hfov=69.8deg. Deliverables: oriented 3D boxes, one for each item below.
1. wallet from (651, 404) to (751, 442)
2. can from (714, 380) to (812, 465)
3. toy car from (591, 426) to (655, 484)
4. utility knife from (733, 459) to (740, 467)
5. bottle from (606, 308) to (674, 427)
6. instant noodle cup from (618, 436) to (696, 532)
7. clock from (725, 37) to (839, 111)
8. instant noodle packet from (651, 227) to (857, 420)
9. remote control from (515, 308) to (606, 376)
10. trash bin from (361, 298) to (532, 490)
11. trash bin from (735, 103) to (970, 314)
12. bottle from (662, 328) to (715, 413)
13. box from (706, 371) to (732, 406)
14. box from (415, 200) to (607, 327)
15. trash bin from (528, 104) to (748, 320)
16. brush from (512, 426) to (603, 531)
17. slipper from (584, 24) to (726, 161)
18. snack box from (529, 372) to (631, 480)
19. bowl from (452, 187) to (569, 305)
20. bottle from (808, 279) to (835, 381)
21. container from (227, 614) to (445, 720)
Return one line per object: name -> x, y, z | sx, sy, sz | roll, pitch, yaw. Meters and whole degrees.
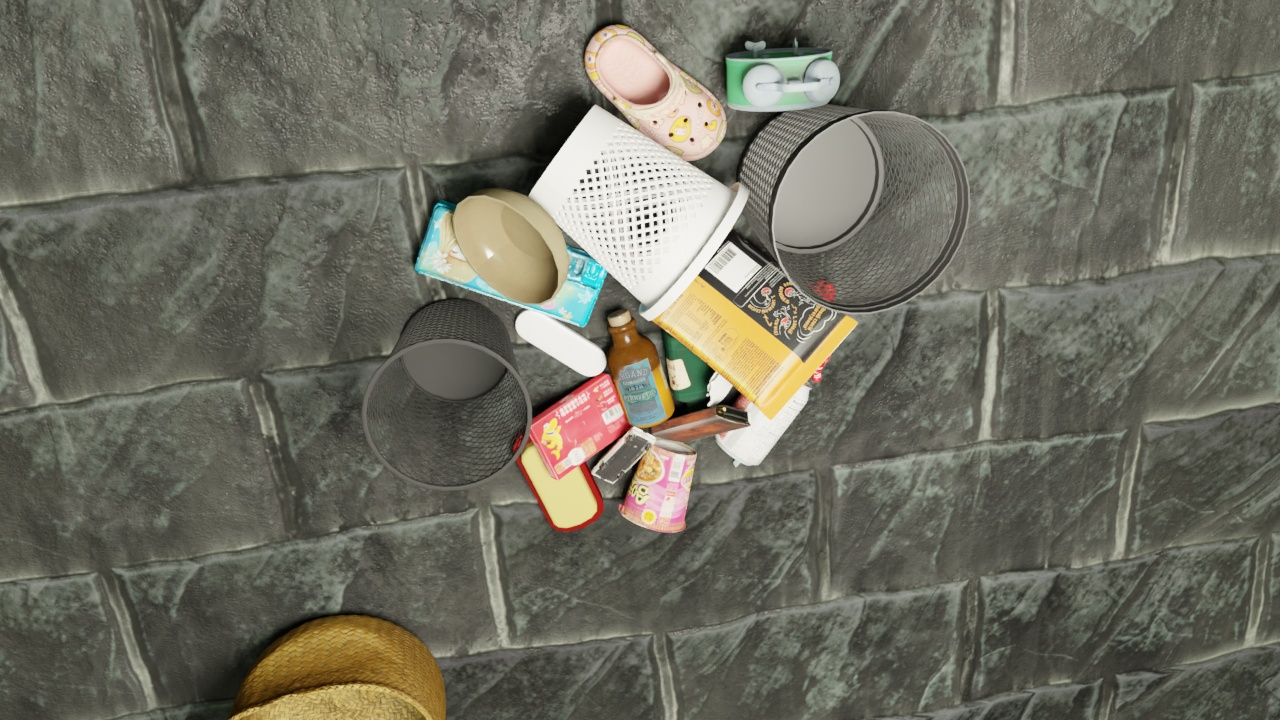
wallet -> 0.080, 0.086, 1.223 | 0.072, 0.019, 0.123 | 18, 153, -41
can -> 0.167, 0.071, 1.255 | 0.078, 0.078, 0.136 | 30, 104, -18
toy car -> -0.023, 0.125, 1.253 | 0.039, 0.039, 0.113 | 27, 129, -17
utility knife -> 0.173, 0.104, 1.305 | 0.022, 0.015, 0.126 | 34, 106, -24
bottle -> -0.007, 0.007, 1.210 | 0.068, 0.067, 0.157 | -18, 113, -1
instant noodle cup -> 0.031, 0.168, 1.271 | 0.097, 0.097, 0.109 | 14, 101, -13
clock -> 0.163, -0.326, 1.050 | 0.122, 0.161, 0.075 | -6, 113, -5
instant noodle packet -> 0.132, -0.054, 1.146 | 0.221, 0.032, 0.160 | 41, 86, 19
remote control -> -0.105, -0.024, 1.213 | 0.136, 0.013, 0.043 | 32, 104, -19
trash bin -> -0.227, 0.024, 1.107 | 0.184, 0.210, 0.184 | -3, 112, -7
trash bin -> 0.230, -0.194, 1.077 | 0.217, 0.227, 0.218 | -3, 112, -7
bottle -> 0.069, 0.018, 1.228 | 0.061, 0.061, 0.131 | -11, 113, -6
box -> 0.150, -0.009, 1.189 | 0.140, 0.141, 0.083 | -4, 156, 11
box -> -0.160, -0.119, 1.151 | 0.226, 0.041, 0.094 | 18, 108, -15
trash bin -> -0.012, -0.184, 1.080 | 0.199, 0.195, 0.196 | 36, 103, -10
brush -> -0.113, 0.163, 1.271 | 0.082, 0.041, 0.173 | -23, 113, 1
slipper -> 0.018, -0.310, 1.081 | 0.197, 0.081, 0.093 | 36, 104, -17
snack box -> -0.081, 0.087, 1.225 | 0.132, 0.021, 0.089 | -34, 115, -24
bowl -> -0.142, -0.140, 1.067 | 0.152, 0.153, 0.050 | 56, 51, -22
bottle -> 0.240, -0.038, 1.241 | 0.042, 0.042, 0.142 | -5, 112, -6
container -> -0.421, 0.519, 1.287 | 0.307, 0.196, 0.307 | -3, 110, -8
